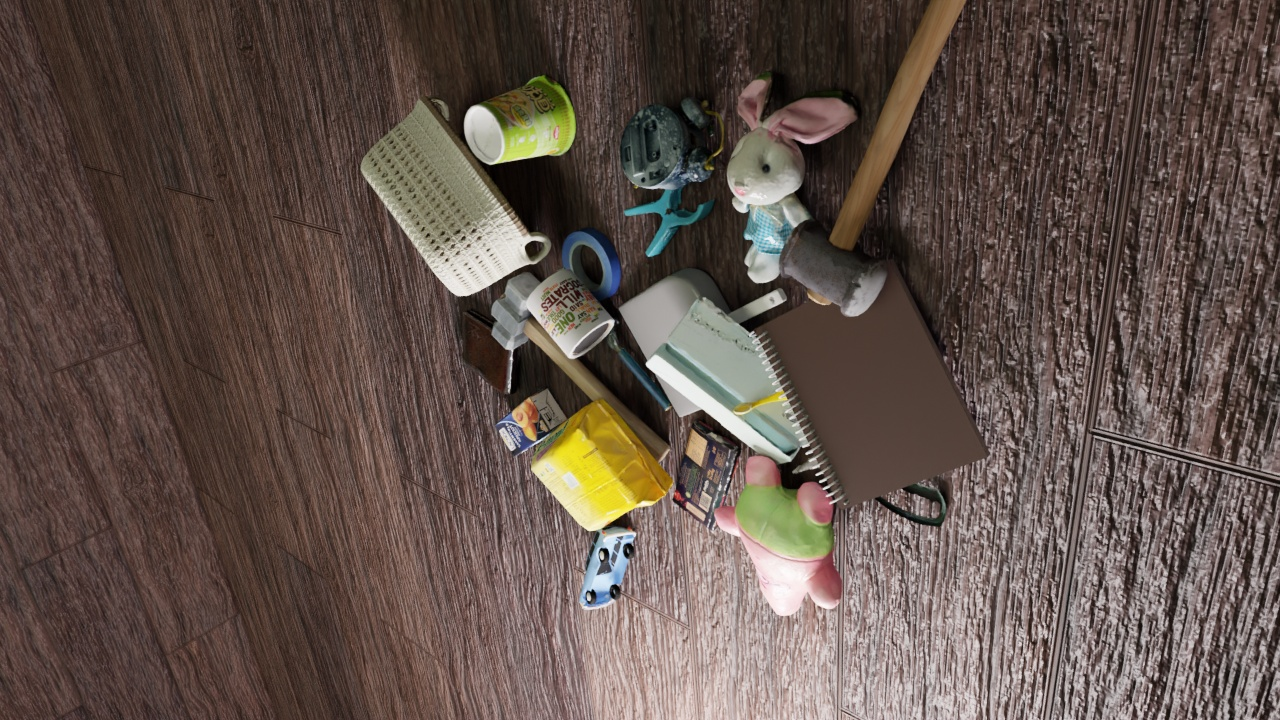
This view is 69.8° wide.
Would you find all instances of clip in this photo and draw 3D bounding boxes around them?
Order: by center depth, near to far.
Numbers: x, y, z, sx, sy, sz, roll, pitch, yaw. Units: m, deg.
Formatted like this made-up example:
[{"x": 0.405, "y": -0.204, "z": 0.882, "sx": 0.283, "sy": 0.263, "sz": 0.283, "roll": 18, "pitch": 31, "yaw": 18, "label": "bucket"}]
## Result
[{"x": 0.028, "y": -0.185, "z": 1.053, "sx": 0.127, "sy": 0.028, "sz": 0.113, "roll": -13, "pitch": 104, "yaw": 49, "label": "clip"}]

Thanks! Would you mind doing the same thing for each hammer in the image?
[{"x": 0.218, "y": -0.194, "z": 0.818, "sx": 0.098, "sy": 0.052, "sz": 0.329, "roll": 38, "pitch": 126, "yaw": 30, "label": "hammer"}, {"x": -0.083, "y": 0.020, "z": 1.269, "sx": 0.323, "sy": 0.051, "sz": 0.118, "roll": 45, "pitch": 140, "yaw": 14, "label": "hammer"}]

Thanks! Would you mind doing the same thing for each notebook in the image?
[{"x": 0.224, "y": 0.030, "z": 0.927, "sx": 0.172, "sy": 0.022, "sz": 0.209, "roll": -28, "pitch": 84, "yaw": 33, "label": "notebook"}]

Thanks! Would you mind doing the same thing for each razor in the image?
[{"x": -0.007, "y": 0.007, "z": 1.201, "sx": 0.144, "sy": 0.022, "sz": 0.042, "roll": 52, "pitch": 140, "yaw": 8, "label": "razor"}]

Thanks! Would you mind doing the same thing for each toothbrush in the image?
[{"x": 0.163, "y": 0.033, "z": 0.988, "sx": 0.135, "sy": 0.016, "sz": 0.021, "roll": -20, "pitch": 88, "yaw": 11, "label": "toothbrush"}]

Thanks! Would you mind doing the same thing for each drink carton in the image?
[{"x": -0.169, "y": 0.095, "z": 1.404, "sx": 0.064, "sy": 0.040, "sz": 0.130, "roll": 58, "pitch": 140, "yaw": 4, "label": "drink carton"}]

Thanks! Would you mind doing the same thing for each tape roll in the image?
[{"x": -0.064, "y": -0.123, "z": 1.187, "sx": 0.091, "sy": 0.016, "sz": 0.093, "roll": 44, "pitch": 137, "yaw": 19, "label": "tape roll"}]

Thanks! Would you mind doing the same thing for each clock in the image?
[{"x": 0.035, "y": -0.230, "z": 0.982, "sx": 0.130, "sy": 0.052, "sz": 0.090, "roll": -8, "pitch": 85, "yaw": 42, "label": "clock"}]

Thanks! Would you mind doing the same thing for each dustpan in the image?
[{"x": 0.082, "y": -0.034, "z": 1.083, "sx": 0.163, "sy": 0.033, "sz": 0.258, "roll": 61, "pitch": 148, "yaw": -1, "label": "dustpan"}]

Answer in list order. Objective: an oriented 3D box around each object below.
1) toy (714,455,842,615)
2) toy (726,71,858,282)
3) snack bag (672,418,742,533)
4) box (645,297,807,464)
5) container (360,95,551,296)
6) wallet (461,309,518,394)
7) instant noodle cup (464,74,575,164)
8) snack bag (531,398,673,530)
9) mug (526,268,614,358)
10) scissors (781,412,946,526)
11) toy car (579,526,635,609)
[{"x": 0.169, "y": 0.227, "z": 1.096, "sx": 0.192, "sy": 0.096, "sz": 0.237, "roll": 31, "pitch": 141, "yaw": 39, "label": "toy"}, {"x": 0.119, "y": -0.170, "z": 0.908, "sx": 0.131, "sy": 0.105, "sz": 0.206, "roll": 32, "pitch": 130, "yaw": 34, "label": "toy"}, {"x": 0.084, "y": 0.150, "z": 1.192, "sx": 0.074, "sy": 0.018, "sz": 0.155, "roll": 35, "pitch": 133, "yaw": 27, "label": "snack bag"}, {"x": 0.110, "y": 0.029, "z": 1.038, "sx": 0.197, "sy": 0.075, "sz": 0.126, "roll": 38, "pitch": 113, "yaw": -2, "label": "box"}, {"x": -0.244, "y": -0.205, "z": 1.190, "sx": 0.246, "sy": 0.143, "sz": 0.184, "roll": 52, "pitch": 176, "yaw": 11, "label": "container"}, {"x": -0.234, "y": -0.013, "z": 1.417, "sx": 0.120, "sy": 0.031, "sz": 0.100, "roll": 31, "pitch": 128, "yaw": 32, "label": "wallet"}, {"x": -0.150, "y": -0.285, "z": 1.113, "sx": 0.099, "sy": 0.107, "sz": 0.099, "roll": 25, "pitch": 129, "yaw": 34, "label": "instant noodle cup"}, {"x": -0.063, "y": 0.153, "z": 1.273, "sx": 0.159, "sy": 0.068, "sz": 0.248, "roll": 51, "pitch": 148, "yaw": 0, "label": "snack bag"}, {"x": -0.091, "y": -0.055, "z": 1.192, "sx": 0.089, "sy": 0.073, "sz": 0.105, "roll": 50, "pitch": 166, "yaw": 11, "label": "mug"}, {"x": 0.252, "y": 0.077, "z": 0.956, "sx": 0.202, "sy": 0.015, "sz": 0.205, "roll": 28, "pitch": 123, "yaw": 9, "label": "scissors"}, {"x": -0.053, "y": 0.311, "z": 1.385, "sx": 0.055, "sy": 0.056, "sz": 0.154, "roll": 49, "pitch": 132, "yaw": 45, "label": "toy car"}]
